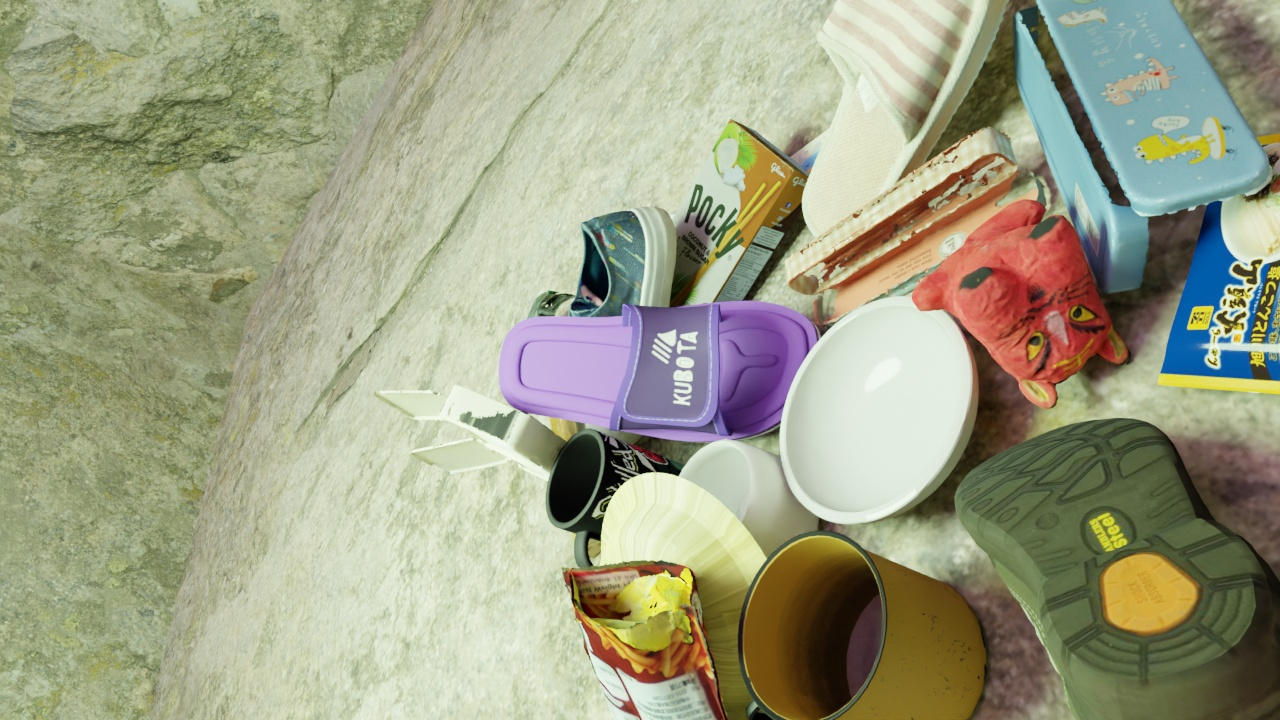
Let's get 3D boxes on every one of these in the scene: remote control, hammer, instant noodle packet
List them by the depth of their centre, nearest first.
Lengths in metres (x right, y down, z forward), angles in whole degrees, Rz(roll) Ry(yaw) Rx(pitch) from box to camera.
[{"bbox_3d":[0.302,-0.048,0.428,0.087,0.026,0.134,7,75,64],"label":"instant noodle packet"},{"bbox_3d":[0.167,-0.178,0.740,0.126,0.018,0.038,-34,43,40],"label":"remote control"},{"bbox_3d":[-0.080,0.055,0.936,0.330,0.033,0.132,-108,35,-44],"label":"hammer"}]

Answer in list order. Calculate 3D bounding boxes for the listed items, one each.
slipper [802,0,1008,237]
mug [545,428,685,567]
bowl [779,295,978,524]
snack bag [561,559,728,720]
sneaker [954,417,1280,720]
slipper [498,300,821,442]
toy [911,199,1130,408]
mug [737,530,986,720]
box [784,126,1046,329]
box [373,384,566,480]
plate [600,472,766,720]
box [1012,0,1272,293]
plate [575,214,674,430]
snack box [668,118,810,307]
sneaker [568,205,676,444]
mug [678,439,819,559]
[{"bbox_3d":[0.164,-0.193,0.629,0.115,0.052,0.264,56,142,40],"label":"slipper"},{"bbox_3d":[-0.016,0.125,0.735,0.082,0.098,0.117,-26,49,48],"label":"mug"},{"bbox_3d":[0.156,0.036,0.581,0.150,0.043,0.149,-37,41,40],"label":"bowl"},{"bbox_3d":[0.015,0.228,0.563,0.139,0.066,0.208,3,113,50],"label":"snack bag"},{"bbox_3d":[0.221,0.114,0.389,0.101,0.143,0.237,-31,7,15],"label":"sneaker"},{"bbox_3d":[-0.004,0.004,0.695,0.267,0.084,0.107,1,83,26],"label":"slipper"},{"bbox_3d":[0.214,-0.033,0.524,0.088,0.094,0.132,-39,11,20],"label":"toy"},{"bbox_3d":[0.115,0.164,0.505,0.124,0.094,0.100,-51,33,20],"label":"mug"},{"bbox_3d":[0.176,-0.082,0.624,0.188,0.056,0.071,-34,74,44],"label":"box"},{"bbox_3d":[-0.136,0.072,0.817,0.188,0.144,0.057,7,68,33],"label":"box"},{"bbox_3d":[0.020,0.169,0.610,0.184,0.036,0.184,22,120,44],"label":"plate"},{"bbox_3d":[0.269,-0.138,0.515,0.086,0.073,0.208,-17,49,22],"label":"box"},{"bbox_3d":[-0.018,-0.041,0.936,0.243,0.016,0.242,-37,41,40],"label":"plate"},{"bbox_3d":[0.066,-0.101,0.795,0.186,0.031,0.101,-59,42,22],"label":"snack box"},{"bbox_3d":[-0.028,-0.020,0.804,0.087,0.079,0.236,46,134,50],"label":"sneaker"},{"bbox_3d":[0.066,0.115,0.643,0.116,0.068,0.094,-51,33,23],"label":"mug"}]
